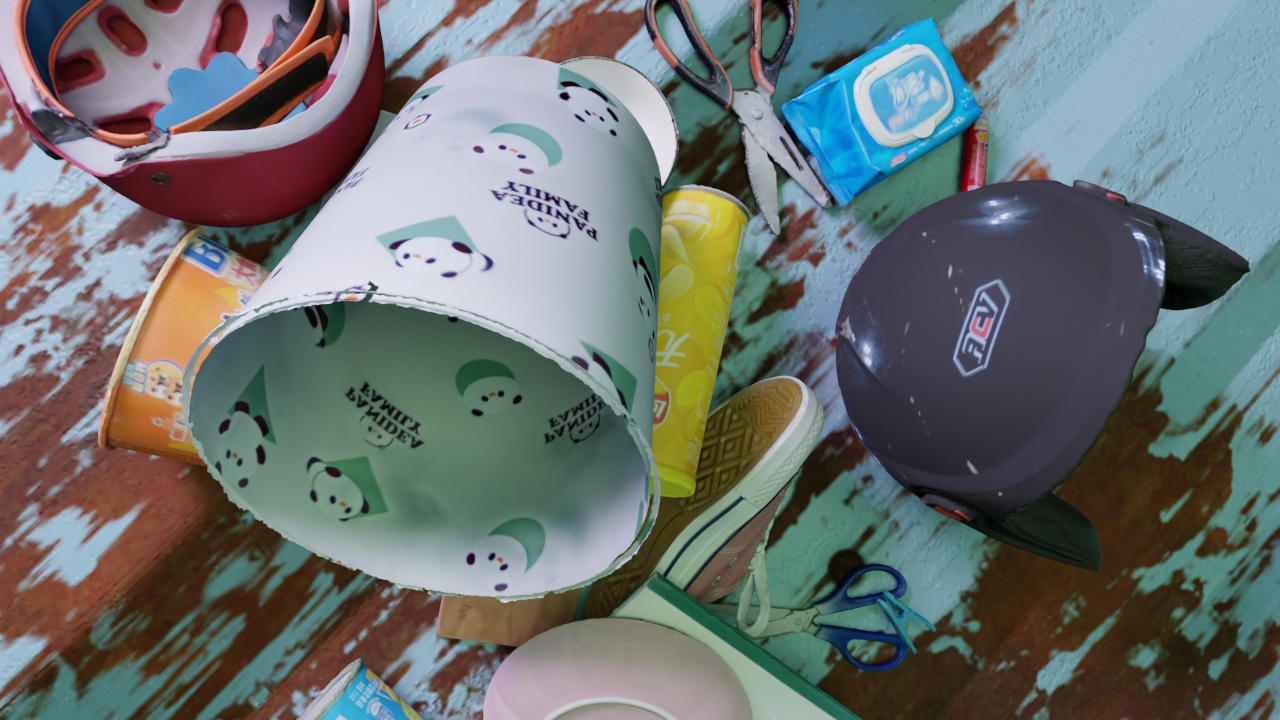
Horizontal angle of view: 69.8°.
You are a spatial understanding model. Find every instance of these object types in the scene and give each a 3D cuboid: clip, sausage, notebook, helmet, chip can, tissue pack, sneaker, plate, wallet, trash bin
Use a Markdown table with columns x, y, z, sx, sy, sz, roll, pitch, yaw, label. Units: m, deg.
| x | y | z | sx | sy | sz | roll | pitch | yaw | label |
| --- | --- | --- | --- | --- | --- | --- | --- | --- | --- |
| 0.206 | 0.202 | 0.717 | 0.037 | 0.013 | 0.055 | -44 | 100 | -11 | clip |
| 0.267 | -0.129 | 0.741 | 0.020 | 0.020 | 0.156 | 6 | 88 | -9 | sausage |
| 0.043 | 0.253 | 0.656 | 0.209 | 0.012 | 0.151 | 38 | 112 | -13 | notebook |
| 0.243 | -0.005 | 0.614 | 0.230 | 0.274 | 0.233 | 24 | 93 | 19 | helmet |
| -0.278 | -0.181 | 0.591 | 0.240 | 0.144 | 0.206 | 29 | 70 | 11 | helmet |
| -0.145 | 0.305 | 0.641 | 0.210 | 0.071 | 0.071 | 45 | 83 | -6 | chip can |
| 0.188 | -0.193 | 0.703 | 0.157 | 0.052 | 0.095 | -33 | 97 | -17 | tissue pack |
| 0.059 | 0.120 | 0.659 | 0.087 | 0.118 | 0.241 | 29 | 105 | -28 | sneaker |
| -0.017 | 0.267 | 0.637 | 0.192 | 0.039 | 0.193 | 1 | 114 | 3 | plate |
| 0.025 | -0.015 | 0.647 | 0.072 | 0.072 | 0.213 | 17 | 73 | -9 | chip can |
| -0.092 | 0.156 | 0.679 | 0.101 | 0.020 | 0.115 | 9 | 90 | -8 | wallet |
| -0.091 | -0.033 | 0.525 | 0.229 | 0.230 | 0.251 | 18 | 45 | -9 | trash bin |

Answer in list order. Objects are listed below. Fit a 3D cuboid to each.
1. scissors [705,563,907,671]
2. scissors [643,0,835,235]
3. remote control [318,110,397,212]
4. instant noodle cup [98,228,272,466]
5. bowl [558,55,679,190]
| x | y | z | sx | sy | sz | roll | pitch | yaw | label |
| --- | --- | --- | --- | --- | --- | --- | --- | --- | --- |
| 0.135 | 0.212 | 0.718 | 0.170 | 0.012 | 0.144 | -32 | 95 | -8 | scissors |
| 0.083 | -0.214 | 0.713 | 0.189 | 0.015 | 0.224 | 17 | 86 | -9 | scissors |
| -0.200 | -0.114 | 0.662 | 0.056 | 0.020 | 0.136 | 14 | 87 | -10 | remote control |
| -0.258 | 0.006 | 0.593 | 0.111 | 0.151 | 0.151 | 22 | 86 | -16 | instant noodle cup |
| -0.035 | -0.153 | 0.667 | 0.116 | 0.066 | 0.116 | 0 | 88 | -9 | bowl |
